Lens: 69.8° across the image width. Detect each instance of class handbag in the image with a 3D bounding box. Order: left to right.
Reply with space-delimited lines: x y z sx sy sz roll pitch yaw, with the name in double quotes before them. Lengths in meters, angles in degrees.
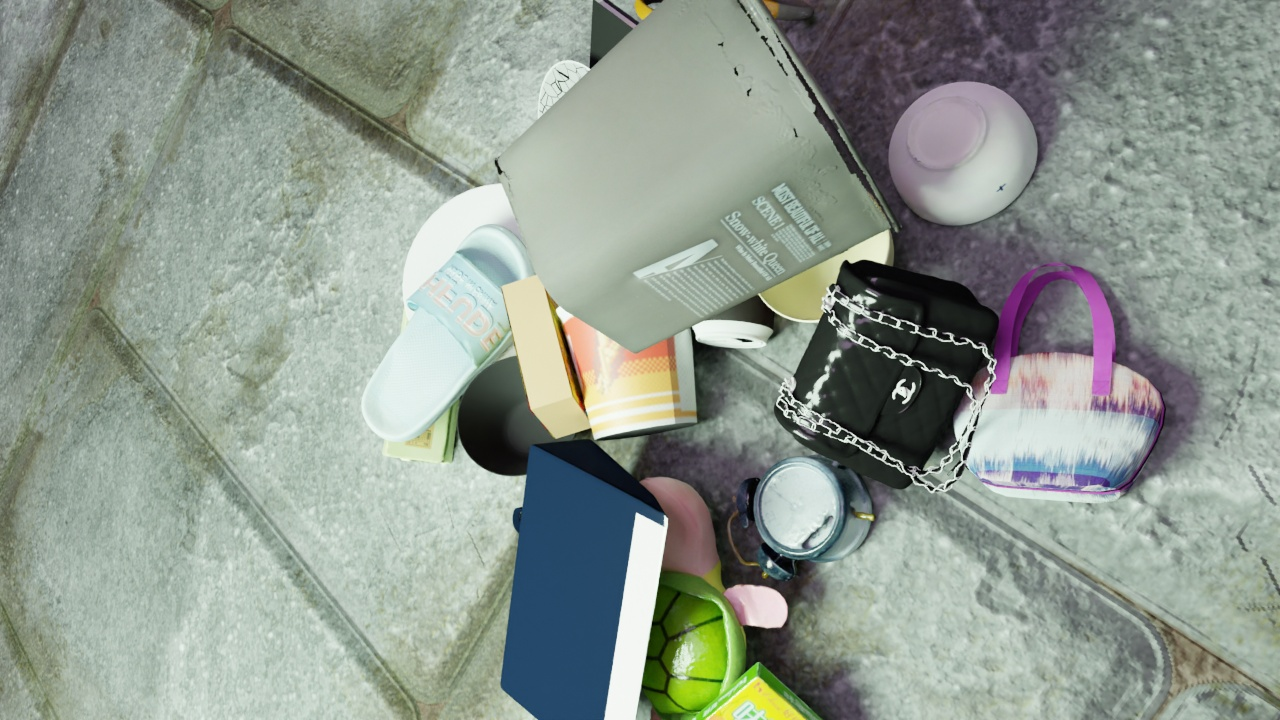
"handbag" 0.176 0.014 0.669 0.125 0.114 0.154 19 114 -8
"handbag" 0.297 0.012 0.664 0.145 0.068 0.169 0 74 34

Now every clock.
"clock" 0.128 0.127 0.754 0.130 0.052 0.090 -34 64 28

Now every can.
"can" 0.085 -0.079 0.810 0.072 0.071 0.128 0 81 33

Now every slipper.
"slipper" -0.194 -0.024 0.913 0.104 0.074 0.245 37 92 10

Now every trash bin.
"trash bin" 0.034 -0.136 0.676 0.220 0.197 0.197 -32 60 16

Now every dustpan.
"dustpan" -0.061 0.193 0.819 0.273 0.080 0.236 20 106 44

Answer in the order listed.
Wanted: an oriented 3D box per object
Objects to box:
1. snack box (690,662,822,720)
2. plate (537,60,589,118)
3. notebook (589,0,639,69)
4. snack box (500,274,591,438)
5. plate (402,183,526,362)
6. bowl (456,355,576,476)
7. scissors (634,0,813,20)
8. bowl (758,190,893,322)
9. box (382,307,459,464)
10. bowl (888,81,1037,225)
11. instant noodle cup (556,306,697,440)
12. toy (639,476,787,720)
"snack box" 0.081 0.334 0.718 0.132 0.027 0.168 43 107 -1
"plate" -0.044 -0.196 0.891 0.188 0.016 0.189 42 145 38
"notebook" -0.003 -0.204 0.847 0.149 0.016 0.207 47 148 31
"snack box" -0.086 -0.003 0.856 0.040 0.088 0.125 -18 67 3
"plate" -0.147 -0.081 0.958 0.209 0.015 0.208 -1 84 9
"bowl" -0.115 0.062 0.914 0.124 0.052 0.124 -4 68 9
"scissors" 0.043 -0.343 0.854 0.225 0.224 0.016 25 129 22
"bowl" 0.160 -0.082 0.760 0.118 0.074 0.118 -7 76 32
"box" -0.241 0.018 1.014 0.083 0.091 0.187 -9 71 56
"bowl" 0.249 -0.170 0.727 0.114 0.063 0.113 -8 76 31
"instant noodle cup" -0.005 0.005 0.829 0.124 0.123 0.121 -14 80 30
"toy" 0.034 0.217 0.775 0.190 0.087 0.238 -4 87 49
